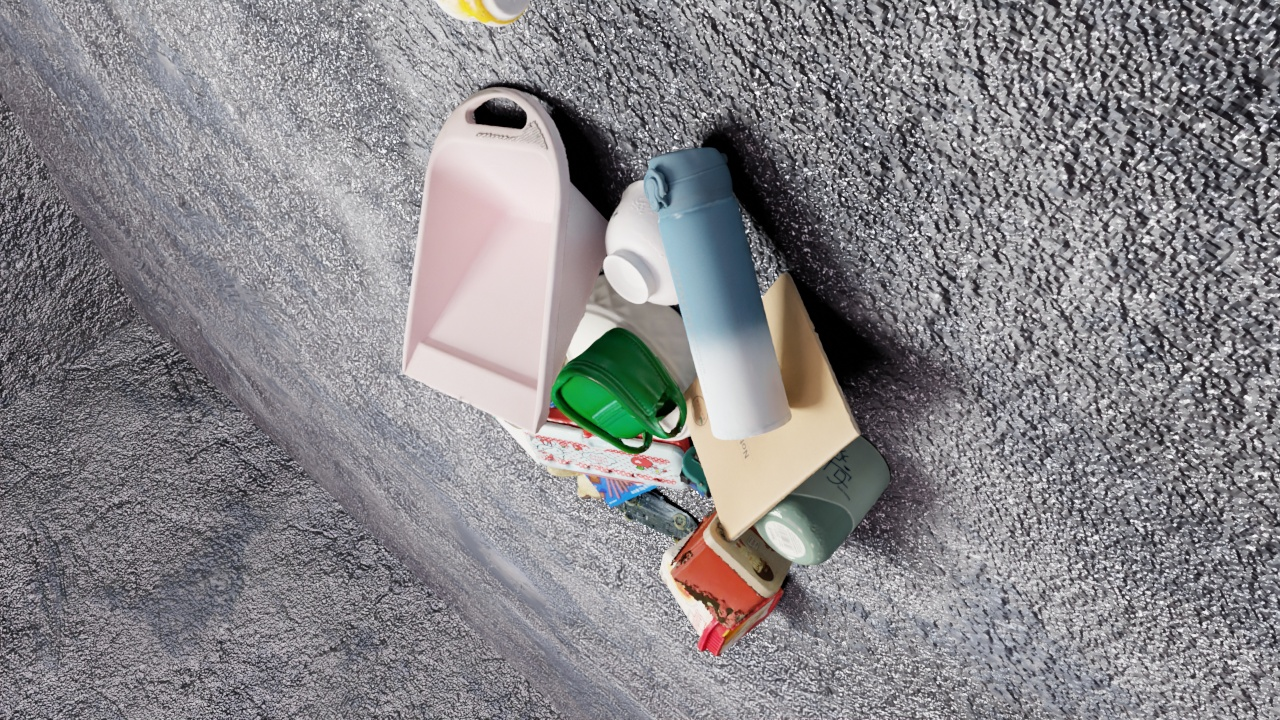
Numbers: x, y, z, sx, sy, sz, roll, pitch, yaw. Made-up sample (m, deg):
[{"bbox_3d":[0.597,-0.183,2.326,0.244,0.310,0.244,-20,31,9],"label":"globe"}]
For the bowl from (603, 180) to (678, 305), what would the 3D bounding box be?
[{"bbox_3d":[0.008,-0.087,0.784,0.118,0.064,0.118,33,151,22],"label":"bowl"}]

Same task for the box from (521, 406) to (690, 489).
[{"bbox_3d":[-0.039,0.105,1.059,0.201,0.048,0.087,8,138,19],"label":"box"}]

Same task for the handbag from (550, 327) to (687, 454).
[{"bbox_3d":[-0.020,0.037,0.887,0.120,0.067,0.132,45,153,-1],"label":"handbag"}]

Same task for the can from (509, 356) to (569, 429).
[{"bbox_3d":[-0.120,0.015,1.052,0.075,0.111,0.075,36,152,22],"label":"can"}]

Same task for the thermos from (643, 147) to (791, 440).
[{"bbox_3d":[0.057,-0.051,0.695,0.070,0.070,0.220,0,109,55],"label":"thermos"}]

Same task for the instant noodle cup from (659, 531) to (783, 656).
[{"bbox_3d":[0.092,0.273,1.116,0.124,0.116,0.116,47,156,24],"label":"instant noodle cup"}]

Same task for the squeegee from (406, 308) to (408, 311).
[{"bbox_3d":[-0.187,-0.009,1.153,0.246,0.039,0.247,52,156,-3],"label":"squeegee"}]

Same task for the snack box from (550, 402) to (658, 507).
[{"bbox_3d":[-0.047,0.102,1.119,0.085,0.026,0.157,-29,106,31],"label":"snack box"}]

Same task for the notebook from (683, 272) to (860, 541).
[{"bbox_3d":[0.098,0.046,0.770,0.208,0.008,0.147,-54,47,50],"label":"notebook"}]

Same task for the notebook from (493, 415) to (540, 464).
[{"bbox_3d":[-0.176,0.062,1.302,0.150,0.012,0.210,44,153,6],"label":"notebook"}]

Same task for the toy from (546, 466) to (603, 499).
[{"bbox_3d":[-0.074,0.114,1.185,0.105,0.066,0.157,-14,122,11],"label":"toy"}]

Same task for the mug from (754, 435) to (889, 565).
[{"bbox_3d":[0.146,0.112,0.814,0.112,0.106,0.082,38,153,17],"label":"mug"}]

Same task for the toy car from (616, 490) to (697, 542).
[{"bbox_3d":[0.021,0.196,1.182,0.121,0.036,0.054,26,147,16],"label":"toy car"}]

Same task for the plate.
[{"bbox_3d":[-0.006,0.006,0.950,0.205,0.045,0.205,33,150,23],"label":"plate"}]

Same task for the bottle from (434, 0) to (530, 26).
[{"bbox_3d":[-0.134,-0.293,0.703,0.108,0.063,0.063,24,146,35],"label":"bottle"}]

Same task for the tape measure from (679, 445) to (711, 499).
[{"bbox_3d":[0.071,0.113,0.976,0.054,0.058,0.025,34,151,30],"label":"tape measure"}]

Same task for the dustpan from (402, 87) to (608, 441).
[{"bbox_3d":[-0.149,-0.098,0.843,0.223,0.273,0.138,16,165,40],"label":"dustpan"}]

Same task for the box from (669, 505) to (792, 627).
[{"bbox_3d":[0.098,0.184,0.897,0.091,0.168,0.079,43,118,6],"label":"box"}]
